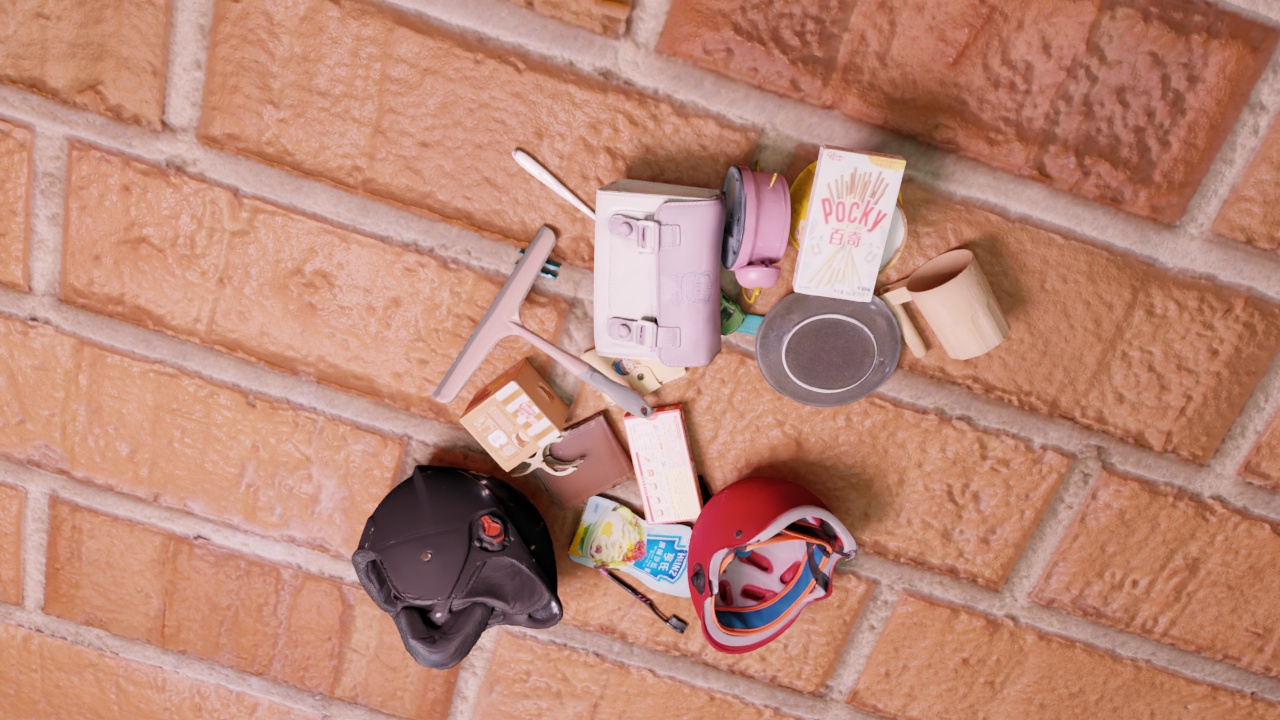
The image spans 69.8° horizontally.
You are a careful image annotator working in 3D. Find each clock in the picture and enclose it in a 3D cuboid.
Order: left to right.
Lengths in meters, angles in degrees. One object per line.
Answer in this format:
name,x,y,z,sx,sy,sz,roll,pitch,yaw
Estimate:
clock,0.127,-0.143,1.047,0.060,0.117,0.159,2,112,-9

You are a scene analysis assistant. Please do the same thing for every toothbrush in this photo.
toothbrush,-0.081,-0.191,1.094,0.180,0.016,0.016,38,108,-11
toothbrush,-0.005,0.333,1.311,0.189,0.014,0.018,40,100,-11

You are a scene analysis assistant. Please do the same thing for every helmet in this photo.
helmet,-0.227,0.254,1.181,0.274,0.229,0.234,9,143,-2
helmet,0.147,0.249,1.188,0.206,0.144,0.241,8,121,-30

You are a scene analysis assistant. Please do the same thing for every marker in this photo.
marker,0.099,0.215,1.249,0.022,0.020,0.132,-28,110,-11

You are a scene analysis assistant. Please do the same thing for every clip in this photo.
clip,-0.127,-0.116,1.131,0.056,0.014,0.043,22,113,-3
clip,-0.126,0.116,1.194,0.103,0.034,0.093,5,109,16

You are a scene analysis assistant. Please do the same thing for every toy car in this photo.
toy car,0.087,-0.070,1.114,0.091,0.036,0.043,44,97,-4

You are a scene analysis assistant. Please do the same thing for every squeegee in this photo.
squeegee,-0.080,0.005,1.120,0.249,0.040,0.247,34,83,-18

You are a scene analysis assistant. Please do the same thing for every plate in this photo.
plate,0.231,-0.012,1.126,0.179,0.024,0.180,3,122,5

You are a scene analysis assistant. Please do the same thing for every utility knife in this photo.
utility knife,0.099,-0.049,1.141,0.216,0.013,0.029,10,110,1

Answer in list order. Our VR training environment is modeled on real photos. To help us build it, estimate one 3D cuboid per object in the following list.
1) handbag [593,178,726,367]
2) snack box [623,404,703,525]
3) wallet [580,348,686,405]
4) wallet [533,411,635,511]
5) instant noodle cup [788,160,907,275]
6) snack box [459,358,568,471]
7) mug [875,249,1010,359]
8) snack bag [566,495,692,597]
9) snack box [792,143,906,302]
handbag,0.022,-0.099,1.051,0.145,0.098,0.197,6,113,12
snack box,0.032,0.138,1.206,0.077,0.027,0.156,-9,105,13
wallet,-0.007,0.007,1.168,0.115,0.024,0.087,-25,110,13
wallet,-0.079,0.134,1.224,0.125,0.032,0.101,-26,106,14
instant noodle cup,0.236,-0.155,1.034,0.138,0.109,0.138,1,113,3
snack box,-0.160,0.069,1.177,0.094,0.077,0.093,-35,105,17
mug,0.359,-0.059,1.088,0.125,0.084,0.103,-21,113,39
snack bag,0.002,0.259,1.268,0.191,0.038,0.110,20,102,-5
snack box,0.217,-0.142,0.966,0.085,0.026,0.157,8,114,0
